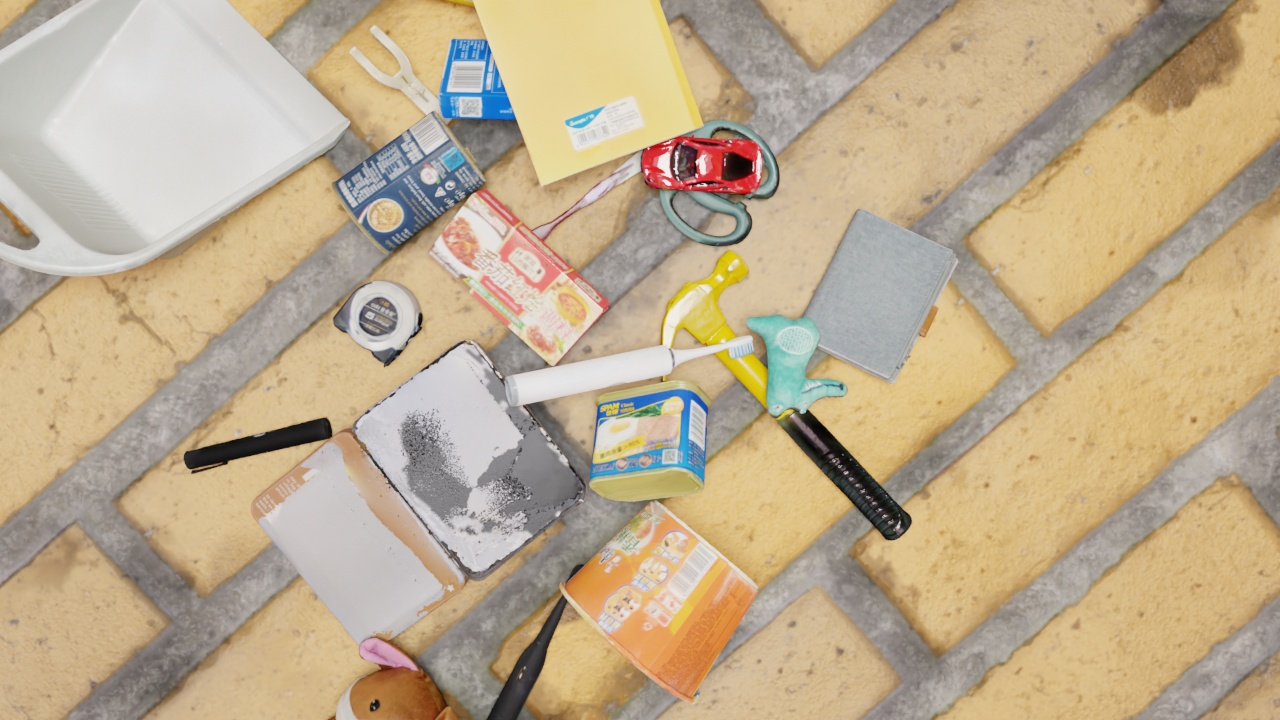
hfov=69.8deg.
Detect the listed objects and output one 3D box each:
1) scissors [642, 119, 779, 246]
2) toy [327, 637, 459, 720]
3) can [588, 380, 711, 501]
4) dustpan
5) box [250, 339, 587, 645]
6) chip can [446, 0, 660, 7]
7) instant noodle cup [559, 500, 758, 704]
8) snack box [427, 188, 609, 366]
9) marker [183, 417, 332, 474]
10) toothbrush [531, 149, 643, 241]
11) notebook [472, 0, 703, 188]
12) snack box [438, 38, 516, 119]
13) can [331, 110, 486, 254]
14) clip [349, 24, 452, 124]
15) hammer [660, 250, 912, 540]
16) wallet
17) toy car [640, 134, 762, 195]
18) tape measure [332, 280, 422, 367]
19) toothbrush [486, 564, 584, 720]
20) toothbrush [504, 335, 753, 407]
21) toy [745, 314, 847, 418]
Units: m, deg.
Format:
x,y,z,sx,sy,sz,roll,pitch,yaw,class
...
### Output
x,y,z,sx,sy,sz,roll,pitch,yaw,class
0.053,-0.193,0.815,0.129,0.019,0.185,-39,103,-2,scissors
-0.195,0.343,0.792,0.199,0.130,0.140,40,104,24,toy
0.008,0.071,0.789,0.102,0.057,0.083,-11,56,27,can
-0.424,-0.192,0.753,0.222,0.142,0.258,45,93,-4,dustpan
-0.198,0.124,0.806,0.261,0.103,0.178,-37,94,-4,box
-0.088,-0.328,0.788,0.213,0.072,0.072,10,93,-2,chip can
0.022,0.200,0.789,0.151,0.151,0.111,40,83,-3,instant noodle cup
-0.108,-0.073,0.813,0.153,0.025,0.075,43,112,-3,snack box
-0.345,0.077,0.829,0.132,0.020,0.022,-14,83,0,marker
-0.031,-0.157,0.828,0.187,0.017,0.016,-36,101,-2,toothbrush
-0.050,-0.264,0.749,0.146,0.010,0.206,-21,93,-1,notebook
-0.089,-0.242,0.791,0.157,0.026,0.084,1,52,-2,snack box
-0.197,-0.155,0.792,0.111,0.075,0.075,-36,94,0,can
-0.210,-0.248,0.793,0.035,0.096,0.101,-44,82,1,clip
0.135,0.048,0.834,0.129,0.033,0.300,-44,93,2,hammer
0.214,-0.057,0.829,0.106,0.037,0.129,27,91,7,wallet
0.053,-0.169,0.794,0.106,0.031,0.049,3,96,-7,toy car
-0.230,-0.038,0.820,0.066,0.033,0.066,41,94,-5,tape measure
-0.102,0.282,0.846,0.026,0.027,0.212,28,91,12,toothbrush
-0.005,0.005,0.779,0.220,0.027,0.026,-12,106,-16,toothbrush
0.136,0.006,0.803,0.096,0.030,0.092,2,97,-9,toy
